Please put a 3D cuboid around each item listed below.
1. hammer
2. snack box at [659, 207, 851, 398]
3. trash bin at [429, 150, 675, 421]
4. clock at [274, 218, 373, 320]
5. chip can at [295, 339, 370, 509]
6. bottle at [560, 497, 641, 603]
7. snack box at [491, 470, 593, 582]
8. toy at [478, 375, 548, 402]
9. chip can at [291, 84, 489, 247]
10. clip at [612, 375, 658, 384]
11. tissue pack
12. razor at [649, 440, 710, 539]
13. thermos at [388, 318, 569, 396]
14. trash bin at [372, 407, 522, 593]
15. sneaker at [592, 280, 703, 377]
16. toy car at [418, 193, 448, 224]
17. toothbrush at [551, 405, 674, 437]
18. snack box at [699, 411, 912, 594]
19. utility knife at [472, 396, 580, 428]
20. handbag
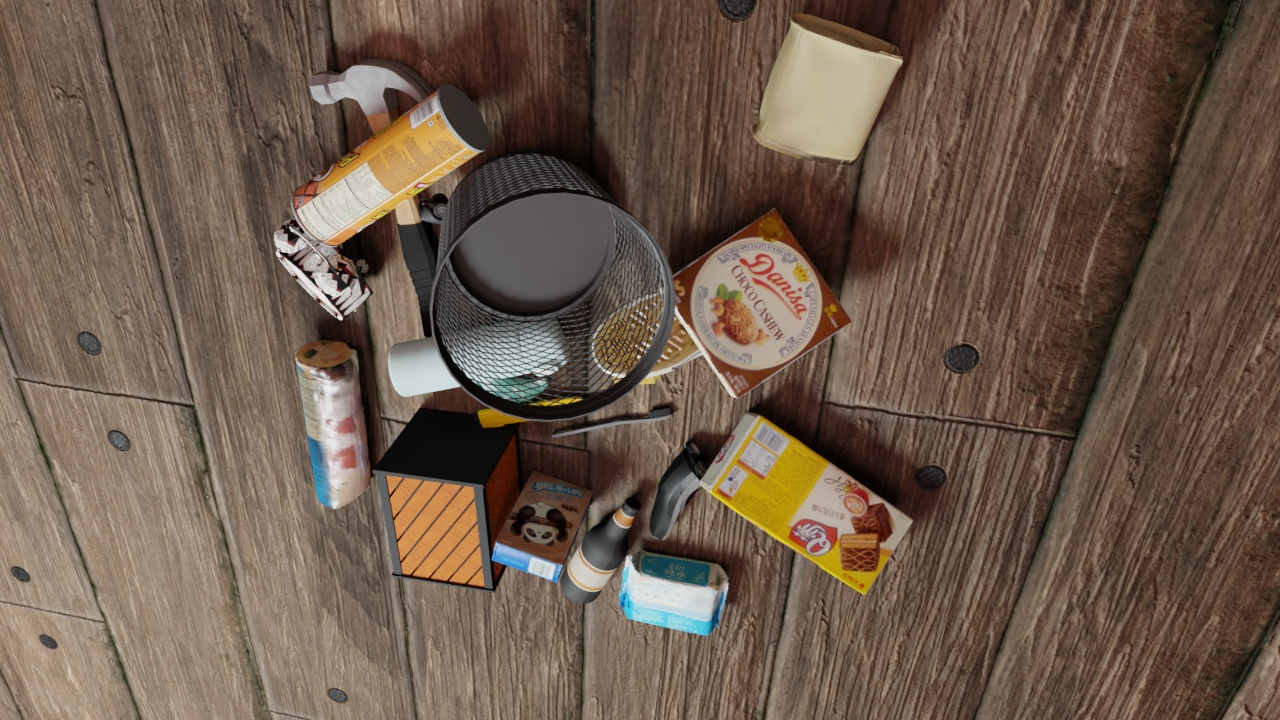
[{"bbox_3d":[-0.265,-0.174,1.048,0.131,0.039,0.329,-2,120,13],"label":"hammer"},{"bbox_3d":[0.118,-0.059,0.953,0.147,0.041,0.143,-34,92,-1],"label":"snack box"},{"bbox_3d":[-0.099,-0.090,0.910,0.217,0.227,0.218,-6,117,-11],"label":"trash bin"},{"bbox_3d":[-0.362,-0.113,1.057,0.114,0.065,0.155,42,163,6],"label":"clock"},{"bbox_3d":[-0.402,0.088,1.213,0.080,0.079,0.230,9,122,8],"label":"chip can"},{"bbox_3d":[-0.048,0.250,1.230,0.059,0.059,0.182,28,122,-4],"label":"bottle"},{"bbox_3d":[-0.122,0.208,1.169,0.087,0.151,0.034,19,122,2],"label":"snack box"},{"bbox_3d":[-0.174,0.013,1.140,0.085,0.033,0.105,-32,107,16],"label":"toy"},{"bbox_3d":[-0.265,-0.201,0.965,0.215,0.075,0.075,-26,111,24],"label":"chip can"},{"bbox_3d":[-0.007,0.009,1.097,0.054,0.044,0.049,-1,144,16],"label":"clip"},{"bbox_3d":[0.043,0.312,1.243,0.144,0.061,0.093,10,120,5],"label":"tissue pack"},{"bbox_3d":[0.045,0.173,1.170,0.060,0.057,0.157,11,128,-31],"label":"razor"},{"bbox_3d":[-0.189,-0.006,1.084,0.207,0.077,0.065,-10,153,6],"label":"thermos"},{"bbox_3d":[-0.238,0.178,1.186,0.140,0.139,0.172,6,121,10],"label":"trash bin"},{"bbox_3d":[0.063,-0.042,1.017,0.241,0.088,0.118,-15,92,-1],"label":"sneaker"},{"bbox_3d":[-0.188,-0.160,1.011,0.112,0.046,0.034,3,114,-18],"label":"toy car"},{"bbox_3d":[-0.037,0.080,1.155,0.168,0.012,0.013,-13,108,20],"label":"toothbrush"},{"bbox_3d":[0.196,0.169,1.093,0.230,0.062,0.110,34,86,-8],"label":"snack box"},{"bbox_3d":[-0.125,0.064,1.153,0.179,0.017,0.030,-6,131,9],"label":"utility knife"},{"bbox_3d":[0.175,-0.253,0.873,0.111,0.081,0.119,16,121,-4],"label":"handbag"}]
